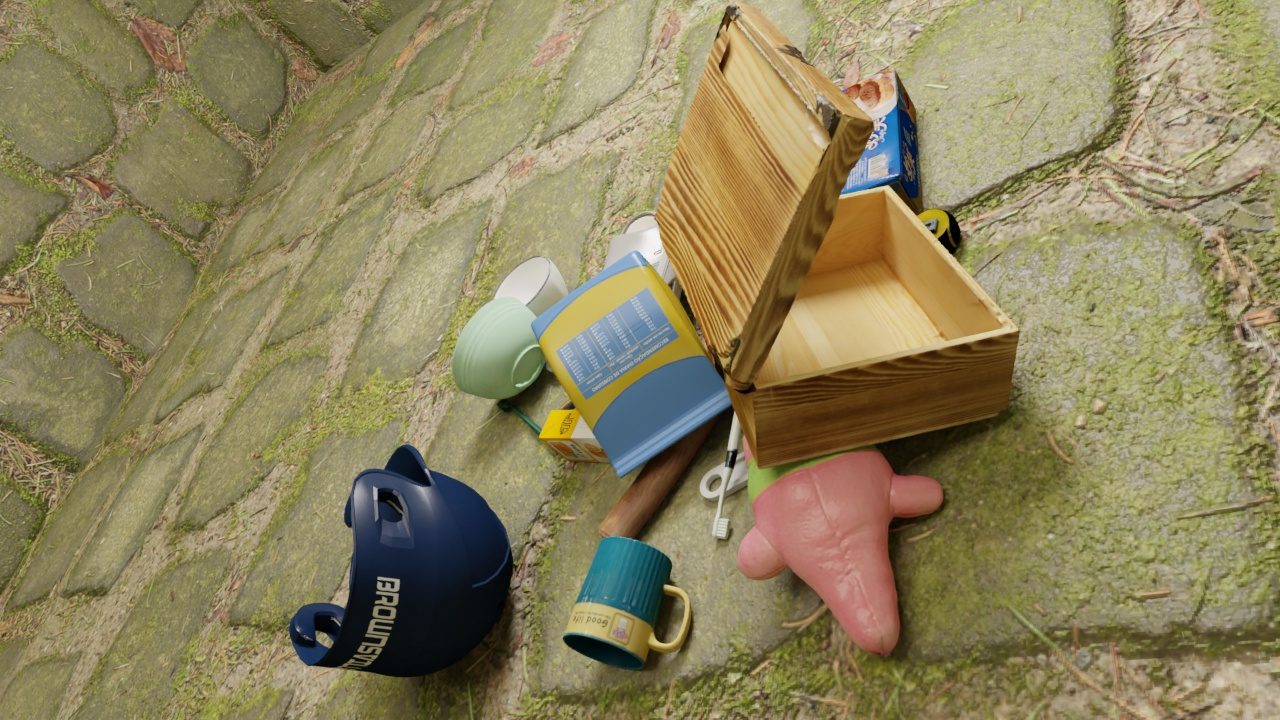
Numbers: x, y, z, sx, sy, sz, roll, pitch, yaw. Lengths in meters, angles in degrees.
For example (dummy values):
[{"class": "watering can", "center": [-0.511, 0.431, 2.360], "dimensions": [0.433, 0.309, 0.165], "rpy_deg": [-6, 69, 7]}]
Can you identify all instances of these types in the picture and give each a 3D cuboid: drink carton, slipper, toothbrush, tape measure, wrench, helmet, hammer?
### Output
[{"class": "drink carton", "center": [-0.056, 0.091, 1.102], "dimensions": [0.123, 0.058, 0.040], "rpy_deg": [-4, 53, 43]}, {"class": "slipper", "center": [-0.007, -0.075, 1.135], "dimensions": [0.113, 0.080, 0.265], "rpy_deg": [-22, 61, 44]}, {"class": "toothbrush", "center": [-0.151, 0.087, 1.238], "dimensions": [0.017, 0.016, 0.190], "rpy_deg": [-49, 35, -8]}, {"class": "tape measure", "center": [0.306, -0.133, 0.973], "dimensions": [0.061, 0.034, 0.061], "rpy_deg": [-11, 49, 37]}, {"class": "wrench", "center": [0.175, 0.079, 0.918], "dimensions": [0.274, 0.018, 0.086], "rpy_deg": [-33, 39, 20]}, {"class": "helmet", "center": [-0.260, 0.224, 1.040], "dimensions": [0.233, 0.222, 0.272], "rpy_deg": [-60, 40, 22]}, {"class": "hammer", "center": [0.049, 0.079, 1.026], "dimensions": [0.300, 0.037, 0.158], "rpy_deg": [-54, 36, -11]}, {"class": "toothbrush", "center": [0.098, 0.091, 0.943], "dimensions": [0.017, 0.012, 0.186], "rpy_deg": [4, 76, 30]}]

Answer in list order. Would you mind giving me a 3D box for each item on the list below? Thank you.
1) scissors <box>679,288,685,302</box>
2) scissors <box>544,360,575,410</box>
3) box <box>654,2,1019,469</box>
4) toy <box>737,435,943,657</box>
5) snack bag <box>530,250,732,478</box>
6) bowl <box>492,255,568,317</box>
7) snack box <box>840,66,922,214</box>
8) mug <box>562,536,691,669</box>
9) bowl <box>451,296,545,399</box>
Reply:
[{"class": "scissors", "center": [0.051, -0.121, 1.233], "dimensions": [0.125, 0.019, 0.153], "rpy_deg": [-8, 48, 38]}, {"class": "scissors", "center": [-0.054, 0.003, 1.221], "dimensions": [0.225, 0.016, 0.216], "rpy_deg": [-47, 35, -8]}, {"class": "box", "center": [0.135, -0.122, 0.799], "dimensions": [0.284, 0.324, 0.278], "rpy_deg": [-14, 40, -3]}, {"class": "toy", "center": [0.171, 0.144, 0.798], "dimensions": [0.192, 0.097, 0.236], "rpy_deg": [-22, 50, 9]}, {"class": "snack bag", "center": [-0.006, 0.006, 1.019], "dimensions": [0.159, 0.102, 0.205], "rpy_deg": [-34, 63, 8]}, {"class": "bowl", "center": [-0.159, -0.094, 1.379], "dimensions": [0.117, 0.065, 0.116], "rpy_deg": [-27, 40, 25]}, {"class": "snack box", "center": [0.249, -0.238, 1.102], "dimensions": [0.155, 0.069, 0.202], "rpy_deg": [-20, 44, 32]}, {"class": "mug", "center": [-0.005, 0.241, 0.901], "dimensions": [0.114, 0.083, 0.107], "rpy_deg": [10, 56, 17]}, {"class": "bowl", "center": [-0.182, -0.006, 1.271], "dimensions": [0.077, 0.151, 0.150], "rpy_deg": [29, 76, 25]}]
